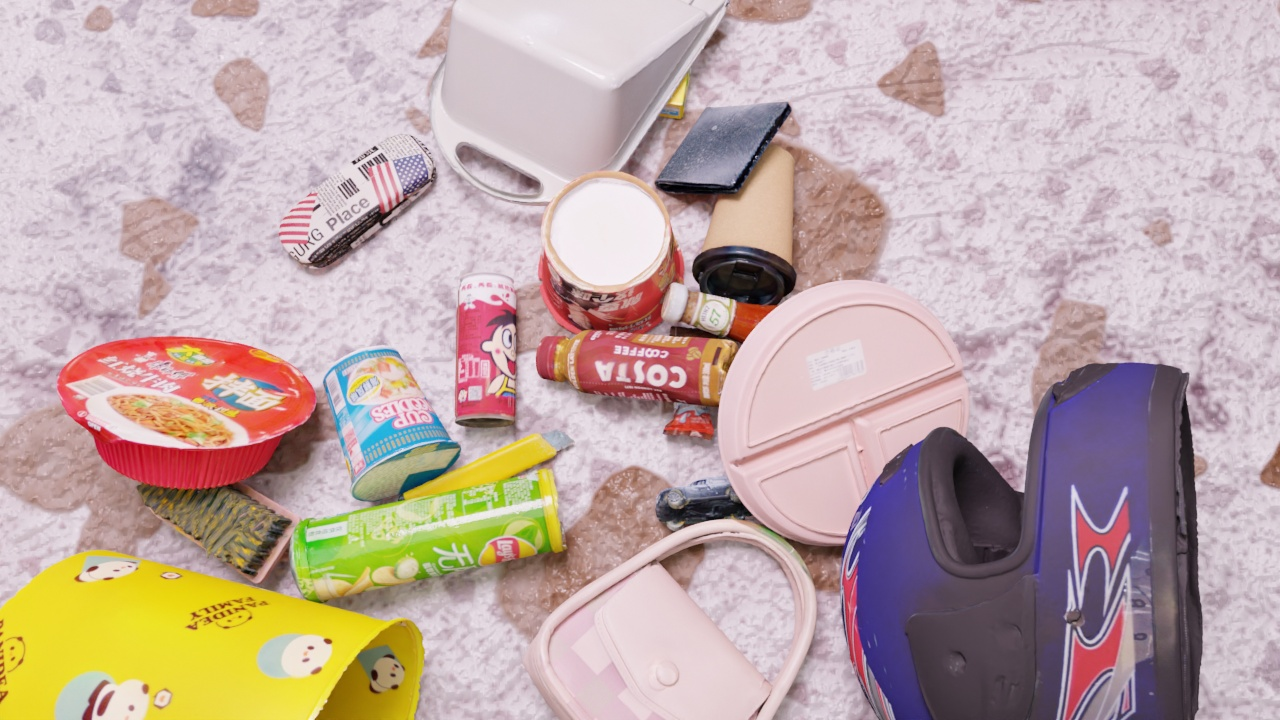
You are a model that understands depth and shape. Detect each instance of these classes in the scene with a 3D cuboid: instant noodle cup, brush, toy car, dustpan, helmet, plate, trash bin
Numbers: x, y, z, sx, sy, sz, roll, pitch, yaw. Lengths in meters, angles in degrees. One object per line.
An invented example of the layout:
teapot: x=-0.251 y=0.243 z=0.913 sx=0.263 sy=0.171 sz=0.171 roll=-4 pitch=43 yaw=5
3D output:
instant noodle cup: x=-0.029 y=-0.094 z=0.809 sx=0.138 sy=0.109 sz=0.137 roll=0 pitch=77 yaw=1
brush: x=-0.362 y=0.128 z=0.781 sx=0.146 sy=0.073 sz=0.063 roll=28 pitch=78 yaw=11
instant noodle cup: x=-0.222 y=0.050 z=0.790 sx=0.099 sy=0.099 sz=0.110 roll=-28 pitch=71 yaw=-6
toy car: x=0.057 y=0.121 z=0.793 sx=0.090 sy=0.043 sz=0.034 roll=-6 pitch=49 yaw=-4
instant noodle cup: x=-0.375 y=0.047 z=0.763 sx=0.194 sy=0.193 sz=0.066 roll=19 pitch=111 yaw=5
dustpan: x=-0.076 y=-0.277 z=0.872 sx=0.223 sy=0.143 sz=0.256 roll=28 pitch=50 yaw=7
helmet: x=0.268 y=0.159 z=0.668 sx=0.241 sy=0.246 sz=0.315 roll=-1 pitch=96 yaw=31
plate: x=0.176 y=0.048 z=0.763 sx=0.229 sy=0.028 sz=0.229 roll=-2 pitch=100 yaw=-14
trash bin: x=-0.328 y=0.266 z=0.679 sx=0.255 sy=0.230 sz=0.229 roll=15 pitch=77 yaw=10

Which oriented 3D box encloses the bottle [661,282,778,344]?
bottle: x=0.120 y=-0.024 z=0.799 sx=0.206 sy=0.060 sz=0.059 roll=16 pitch=77 yaw=-7

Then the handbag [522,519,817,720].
handbag: x=0.043 y=0.234 z=0.753 sx=0.233 sy=0.093 sz=0.193 roll=-41 pitch=80 yaw=-17

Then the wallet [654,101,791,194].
wallet: x=0.073 y=-0.195 z=0.839 sx=0.019 sy=0.121 sz=0.097 roll=40 pitch=77 yaw=-34

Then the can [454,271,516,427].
can: x=-0.138 y=-0.009 z=0.819 sx=0.053 sy=0.053 sz=0.132 roll=-1 pitch=77 yaw=0

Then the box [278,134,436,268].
box: x=-0.265 y=-0.149 z=0.865 sx=0.164 sy=0.051 sz=0.068 roll=-38 pitch=89 yaw=-6

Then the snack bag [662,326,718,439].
snack bag: x=0.045 y=0.019 z=0.822 sx=0.048 sy=0.026 sz=0.104 roll=4 pitch=78 yaw=8

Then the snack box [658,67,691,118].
snack box: x=-0.020 y=-0.290 z=0.895 sx=0.140 sy=0.034 sz=0.086 roll=10 pitch=78 yaw=1

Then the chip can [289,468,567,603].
chip can: x=-0.176 y=0.146 z=0.765 sx=0.221 sy=0.073 sz=0.072 roll=-11 pitch=77 yaw=-6

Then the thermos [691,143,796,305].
thermos: x=0.100 y=-0.120 z=0.829 sx=0.093 sy=0.093 sz=0.143 roll=10 pitch=68 yaw=3

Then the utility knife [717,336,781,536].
utility knife: x=0.095 y=0.052 z=0.822 sx=0.029 sy=0.013 sz=0.218 roll=-16 pitch=76 yaw=-3

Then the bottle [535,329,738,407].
bottle: x=-0.005 y=0.005 z=0.796 sx=0.175 sy=0.057 sz=0.057 roll=5 pitch=76 yaw=19

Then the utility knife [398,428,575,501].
utility knife: x=-0.138 y=0.102 z=0.812 sx=0.171 sy=0.015 sz=0.033 roll=-24 pitch=98 yaw=-5
